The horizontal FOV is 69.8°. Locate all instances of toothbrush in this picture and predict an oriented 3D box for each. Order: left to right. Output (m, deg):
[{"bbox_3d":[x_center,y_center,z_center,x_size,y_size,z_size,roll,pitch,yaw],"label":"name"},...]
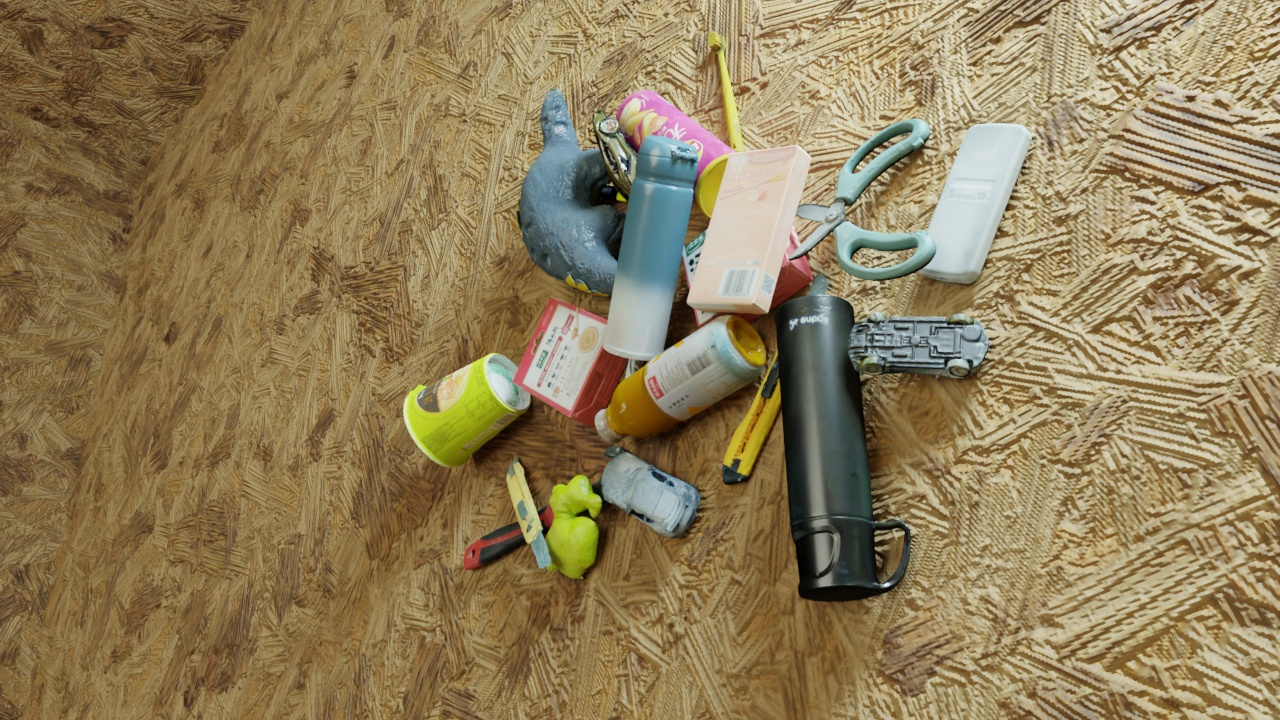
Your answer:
[{"bbox_3d":[0.095,-0.300,1.024,0.016,0.016,0.189,-30,51,35],"label":"toothbrush"}]

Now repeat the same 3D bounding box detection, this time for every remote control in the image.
[{"bbox_3d":[0.270,-0.128,0.747,0.056,0.020,0.136,18,85,51],"label":"remote control"}]

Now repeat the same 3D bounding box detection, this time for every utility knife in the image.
[{"bbox_3d":[-0.122,0.166,0.999,0.031,0.021,0.204,-56,33,12],"label":"utility knife"},{"bbox_3d":[0.123,0.016,0.837,0.033,0.015,0.216,23,88,47],"label":"utility knife"}]

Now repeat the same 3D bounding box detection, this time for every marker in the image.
[{"bbox_3d":[-0.031,-0.204,1.113,0.124,0.015,0.018,21,88,51],"label":"marker"},{"bbox_3d":[-0.006,0.006,0.979,0.017,0.017,0.145,-6,67,45],"label":"marker"}]

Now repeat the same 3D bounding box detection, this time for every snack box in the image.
[{"bbox_3d":[-0.075,0.000,1.035,0.127,0.044,0.113,26,91,49],"label":"snack box"},{"bbox_3d":[0.098,-0.103,0.900,0.113,0.044,0.127,-36,48,30],"label":"snack box"},{"bbox_3d":[0.100,-0.120,0.851,0.085,0.026,0.157,7,75,47],"label":"snack box"}]

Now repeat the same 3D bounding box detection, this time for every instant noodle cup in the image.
[{"bbox_3d":[-0.201,0.053,1.105,0.124,0.111,0.111,-32,50,22],"label":"instant noodle cup"}]

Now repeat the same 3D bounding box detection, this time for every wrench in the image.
[{"bbox_3d":[-0.109,0.172,1.006,0.274,0.016,0.056,-35,45,30],"label":"wrench"}]

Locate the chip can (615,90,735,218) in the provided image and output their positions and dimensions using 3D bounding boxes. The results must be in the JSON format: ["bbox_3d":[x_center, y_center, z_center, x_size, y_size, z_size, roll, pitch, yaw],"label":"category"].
[{"bbox_3d":[0.045,-0.229,1.000,0.071,0.071,0.210,-53,41,13],"label":"chip can"}]

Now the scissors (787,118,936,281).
[{"bbox_3d":[0.209,-0.140,0.793,0.170,0.019,0.171,-52,37,-4],"label":"scissors"}]

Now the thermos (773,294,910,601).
[{"bbox_3d":[0.161,0.067,0.742,0.090,0.068,0.242,-6,65,10],"label":"thermos"}]

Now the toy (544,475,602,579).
[{"bbox_3d":[-0.069,0.173,0.939,0.097,0.031,0.100,-30,67,37],"label":"toy"}]

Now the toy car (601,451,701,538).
[{"bbox_3d":[0.006,0.127,0.885,0.121,0.036,0.054,24,89,45],"label":"toy car"}]

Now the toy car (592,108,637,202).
[{"bbox_3d":[-0.016,-0.215,1.030,0.042,0.070,0.158,-30,67,-3],"label":"toy car"}]

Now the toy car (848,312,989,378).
[{"bbox_3d":[0.218,-0.010,0.722,0.106,0.031,0.048,2,64,22],"label":"toy car"}]

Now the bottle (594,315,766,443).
[{"bbox_3d":[0.032,0.025,0.888,0.190,0.068,0.068,-33,49,32],"label":"bottle"}]

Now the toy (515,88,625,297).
[{"bbox_3d":[-0.083,-0.177,1.091,0.138,0.091,0.355,-39,53,29],"label":"toy"}]

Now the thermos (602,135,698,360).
[{"bbox_3d":[0.011,-0.112,0.920,0.070,0.070,0.221,27,111,50],"label":"thermos"}]
